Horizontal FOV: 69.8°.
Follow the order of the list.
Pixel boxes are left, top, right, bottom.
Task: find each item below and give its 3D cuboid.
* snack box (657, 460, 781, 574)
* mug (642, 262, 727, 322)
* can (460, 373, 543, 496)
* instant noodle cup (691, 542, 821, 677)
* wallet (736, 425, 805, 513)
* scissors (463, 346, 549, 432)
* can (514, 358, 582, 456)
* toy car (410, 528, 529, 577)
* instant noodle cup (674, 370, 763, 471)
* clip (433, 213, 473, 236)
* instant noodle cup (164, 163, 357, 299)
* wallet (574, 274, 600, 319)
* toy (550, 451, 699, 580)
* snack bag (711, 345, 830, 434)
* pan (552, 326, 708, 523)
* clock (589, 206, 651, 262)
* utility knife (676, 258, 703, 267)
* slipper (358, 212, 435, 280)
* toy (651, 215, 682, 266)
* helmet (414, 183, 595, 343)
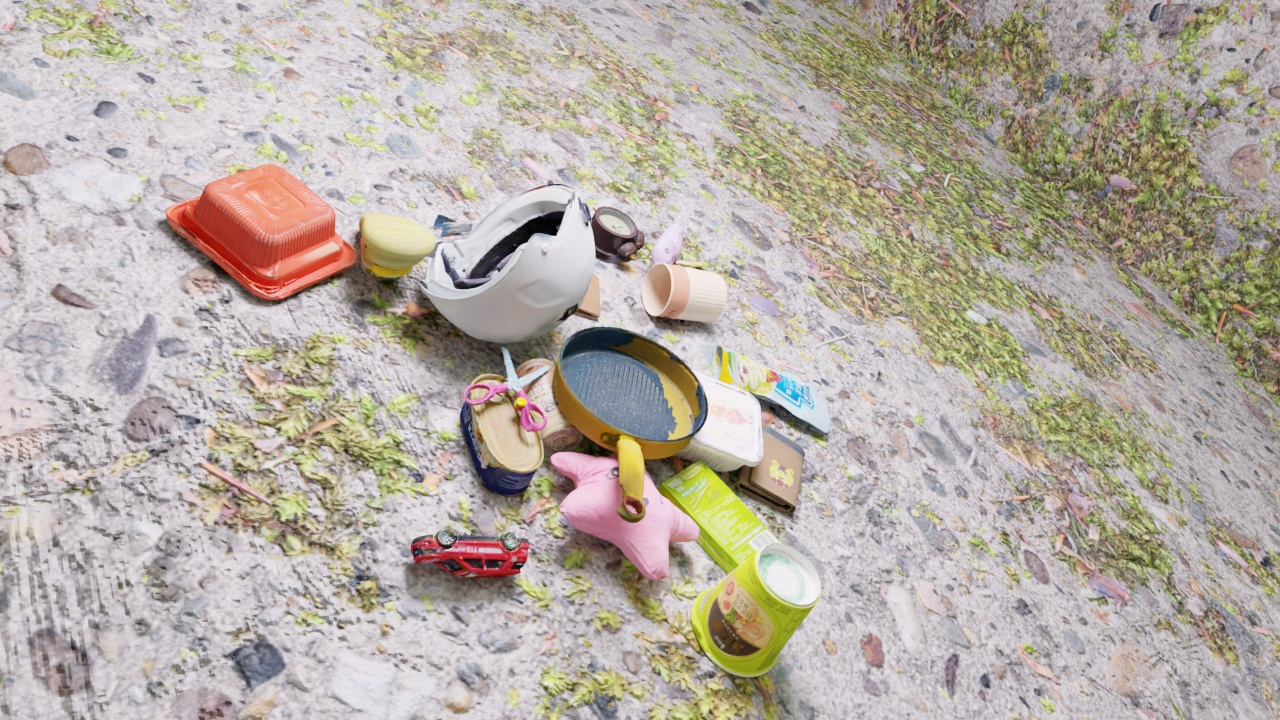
[{"bbox_3d":[0.098,0.198,1.130,0.156,0.026,0.085,45,39,18],"label":"snack box"},{"bbox_3d":[0.061,-0.107,1.425,0.105,0.082,0.114,7,13,-31],"label":"mug"},{"bbox_3d":[-0.162,0.085,1.063,0.074,0.049,0.148,2,45,-34],"label":"can"},{"bbox_3d":[0.131,0.263,0.996,0.111,0.124,0.111,18,39,-16],"label":"instant noodle cup"},{"bbox_3d":[0.177,0.146,1.243,0.090,0.033,0.115,28,40,-5],"label":"wallet"},{"bbox_3d":[-0.154,0.032,1.072,0.130,0.017,0.133,1,46,-28],"label":"scissors"},{"bbox_3d":[-0.115,0.056,1.121,0.058,0.059,0.116,1,45,-34],"label":"can"},{"bbox_3d":[-0.171,0.195,0.926,0.120,0.053,0.045,12,65,-30],"label":"toy car"},{"bbox_3d":[0.073,0.081,1.221,0.173,0.060,0.137,20,38,-11],"label":"instant noodle cup"},{"bbox_3d":[-0.270,-0.195,1.337,0.058,0.027,0.045,-5,42,-43],"label":"clip"},{"bbox_3d":[-0.458,-0.169,1.130,0.189,0.079,0.164,38,39,6],"label":"instant noodle cup"},{"bbox_3d":[-0.113,-0.111,1.351,0.115,0.020,0.101,20,37,-19],"label":"wallet"},{"bbox_3d":[-0.022,0.169,1.036,0.178,0.075,0.194,-2,41,-48],"label":"toy"},{"bbox_3d":[0.198,0.040,1.376,0.191,0.039,0.110,22,26,-13],"label":"snack bag"},{"bbox_3d":[-0.011,0.072,1.050,0.197,0.078,0.356,21,36,-11],"label":"pan"},{"bbox_3d":[-0.038,-0.196,1.469,0.122,0.055,0.081,33,36,0],"label":"clock"},{"bbox_3d":[0.078,-0.154,1.479,0.031,0.020,0.187,10,13,10],"label":"utility knife"},{"bbox_3d":[-0.322,-0.144,1.197,0.091,0.082,0.190,2,18,-23],"label":"slipper"},{"bbox_3d":[0.043,-0.176,1.487,0.039,0.084,0.107,12,37,14],"label":"toy"},{"bbox_3d":[-0.151,-0.113,1.191,0.258,0.229,0.146,-77,145,-58],"label":"helmet"}]
